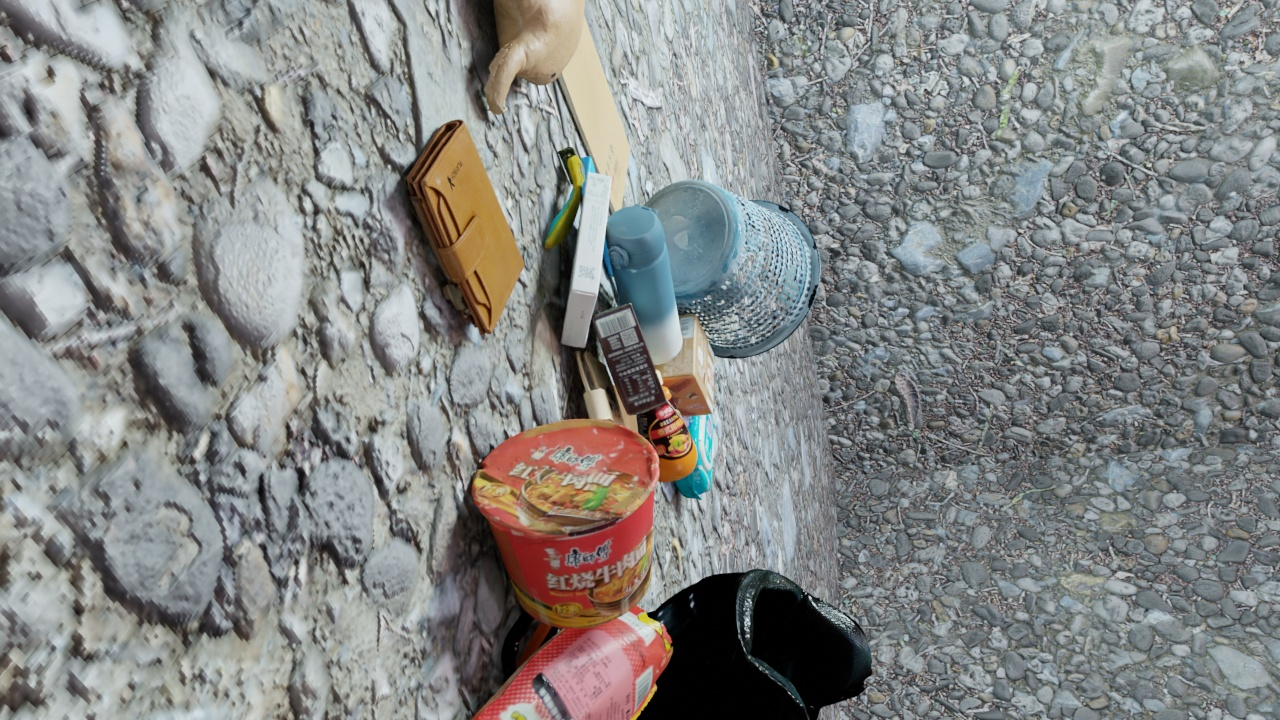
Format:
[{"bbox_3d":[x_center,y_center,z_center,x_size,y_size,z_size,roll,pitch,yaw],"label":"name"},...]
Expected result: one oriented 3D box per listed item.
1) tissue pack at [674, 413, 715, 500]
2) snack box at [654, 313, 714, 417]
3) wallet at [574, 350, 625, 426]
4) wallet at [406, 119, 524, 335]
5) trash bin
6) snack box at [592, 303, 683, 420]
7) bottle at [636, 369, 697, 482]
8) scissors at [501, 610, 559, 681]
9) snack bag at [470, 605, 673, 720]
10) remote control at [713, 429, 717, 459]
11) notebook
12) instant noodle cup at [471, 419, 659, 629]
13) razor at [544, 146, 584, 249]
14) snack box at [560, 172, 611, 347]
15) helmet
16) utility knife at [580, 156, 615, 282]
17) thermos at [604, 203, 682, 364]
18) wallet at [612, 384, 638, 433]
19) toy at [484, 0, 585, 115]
[{"bbox_3d":[0.068,0.112,1.239,0.093,0.050,0.133,66,23,-47],"label":"tissue pack"},{"bbox_3d":[0.044,0.009,1.149,0.094,0.077,0.092,60,28,-52],"label":"snack box"},{"bbox_3d":[-0.035,0.050,0.907,0.087,0.024,0.115,40,32,-69],"label":"wallet"},{"bbox_3d":[-0.129,-0.099,0.685,0.107,0.031,0.132,-78,154,-52],"label":"wallet"},{"bbox_3d":[0.092,-0.131,1.186,0.195,0.227,0.226,22,62,-57],"label":"trash bin"},{"bbox_3d":[-0.006,0.005,0.934,0.113,0.053,0.125,-130,-159,-87],"label":"snack box"},{"bbox_3d":[0.019,0.067,1.079,0.066,0.067,0.149,-54,127,-67],"label":"bottle"},{"bbox_3d":[-0.054,0.186,0.765,0.161,0.022,0.233,51,46,-52],"label":"scissors"},{"bbox_3d":[-0.054,0.263,0.673,0.207,0.073,0.128,-38,113,-51],"label":"snack bag"},{"bbox_3d":[0.094,0.097,1.383,0.048,0.024,0.125,-82,157,-44],"label":"remote control"},{"bbox_3d":[-0.050,-0.287,1.073,0.208,0.008,0.147,66,23,-45],"label":"notebook"},{"bbox_3d":[-0.050,0.125,0.696,0.137,0.138,0.109,-71,158,-57],"label":"instant noodle cup"},{"bbox_3d":[-0.074,-0.156,0.907,0.043,0.028,0.132,72,21,-45],"label":"razor"},{"bbox_3d":[-0.052,-0.099,0.894,0.085,0.027,0.156,107,-10,-54],"label":"snack box"},{"bbox_3d":[0.104,0.352,0.940,0.233,0.231,0.274,-7,89,-59],"label":"helmet"},{"bbox_3d":[-0.037,-0.132,1.037,0.034,0.018,0.203,-78,157,-50],"label":"utility knife"},{"bbox_3d":[0.004,-0.080,1.013,0.221,0.070,0.070,76,15,-56],"label":"thermos"},{"bbox_3d":[-0.022,0.086,0.996,0.101,0.020,0.115,42,40,-65],"label":"wallet"},{"bbox_3d":[-0.095,-0.311,0.812,0.143,0.083,0.225,32,56,-64],"label":"toy"}]
